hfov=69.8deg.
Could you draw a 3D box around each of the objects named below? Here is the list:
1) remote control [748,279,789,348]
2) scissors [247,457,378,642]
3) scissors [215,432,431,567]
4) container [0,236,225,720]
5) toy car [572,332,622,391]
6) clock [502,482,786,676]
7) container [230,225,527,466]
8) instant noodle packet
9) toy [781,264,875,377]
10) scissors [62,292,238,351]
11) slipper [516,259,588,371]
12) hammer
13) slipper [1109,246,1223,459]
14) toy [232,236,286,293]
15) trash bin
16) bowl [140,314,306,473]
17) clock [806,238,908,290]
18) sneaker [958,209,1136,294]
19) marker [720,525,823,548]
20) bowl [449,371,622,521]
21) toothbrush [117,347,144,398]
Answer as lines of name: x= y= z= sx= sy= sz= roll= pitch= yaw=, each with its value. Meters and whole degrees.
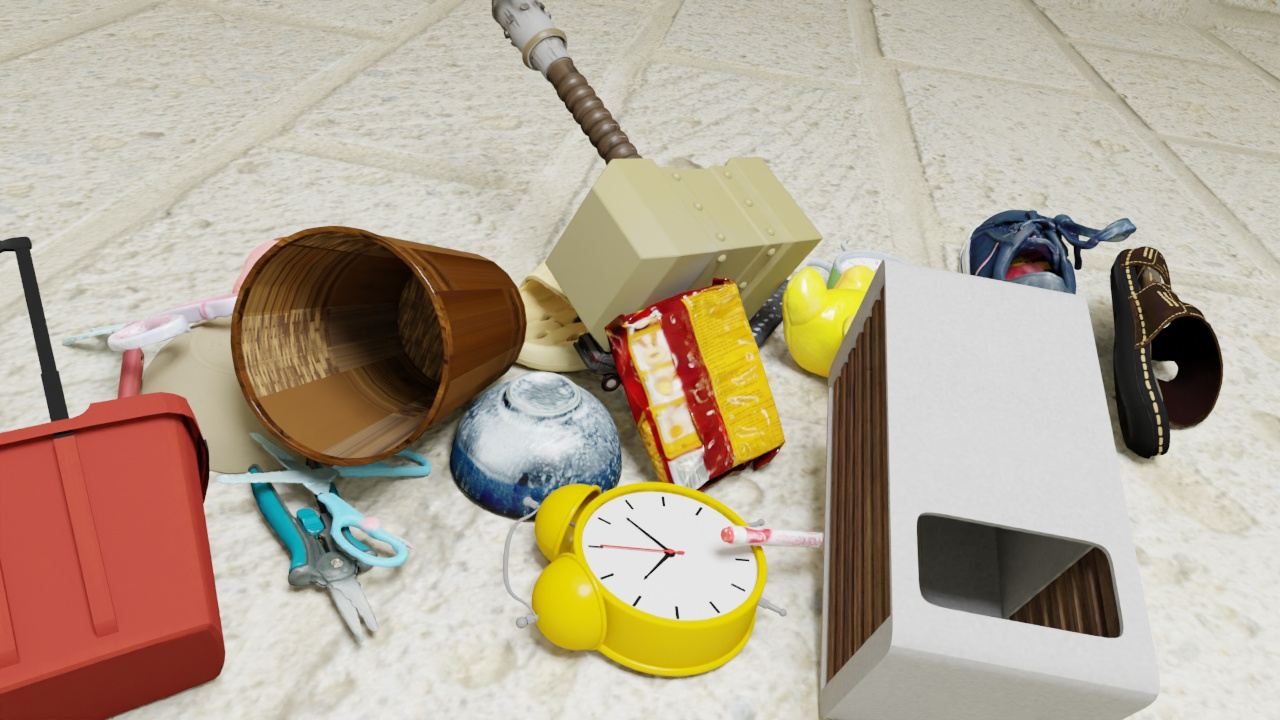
remote control: x=0.099 y=-0.037 z=0.790 sx=0.047 sy=0.022 sz=0.149 roll=22 pitch=34 yaw=20
scissors: x=-0.188 y=0.101 z=0.520 sx=0.142 sy=0.019 sz=0.127 roll=19 pitch=29 yaw=4
scissors: x=-0.173 y=0.073 z=0.548 sx=0.135 sy=0.015 sz=0.133 roll=36 pitch=25 yaw=18
container: x=-0.280 y=0.062 z=0.428 sx=0.147 sy=0.127 sz=0.200 roll=-14 pitch=63 yaw=-29
toy car: x=-0.004 y=0.004 z=0.669 sx=0.092 sy=0.037 sz=0.040 roll=20 pitch=22 yaw=-36
clock: x=0.000 y=0.116 z=0.514 sx=0.152 sy=0.052 sz=0.113 roll=7 pitch=34 yaw=-9
container: x=-0.148 y=-0.017 z=0.580 sx=0.132 sy=0.132 sz=0.167 roll=16 pitch=11 yaw=10
instant noodle packet: x=0.038 y=0.021 z=0.604 sx=0.098 sy=0.135 sz=0.040 roll=-22 pitch=7 yaw=-25
toy: x=0.196 y=0.003 z=0.696 sx=0.194 sy=0.088 sz=0.134 roll=35 pitch=25 yaw=28
scissors: x=-0.344 y=-0.019 z=0.608 sx=0.179 sy=0.016 sz=0.102 roll=-6 pitch=19 yaw=23
slipper: x=-0.010 y=-0.067 z=0.761 sx=0.260 sy=0.079 sz=0.111 roll=-23 pitch=48 yaw=-39
hammer: x=-0.027 y=-0.175 z=0.709 sx=0.189 sy=0.101 sz=0.324 roll=-13 pitch=62 yaw=-43
slipper: x=0.436 y=-0.015 z=0.761 sx=0.076 sy=0.113 sz=0.267 roll=-5 pitch=28 yaw=30
toy: x=-0.270 y=-0.063 z=0.716 sx=0.090 sy=0.051 sz=0.109 roll=8 pitch=29 yaw=0
trash bin: x=0.171 y=0.073 z=0.495 sx=0.114 sy=0.115 sz=0.228 roll=11 pitch=53 yaw=0
bowl: x=-0.256 y=0.007 z=0.618 sx=0.152 sy=0.051 sz=0.152 roll=6 pitch=34 yaw=-4
clock: x=0.218 y=-0.063 z=0.834 sx=0.119 sy=0.043 sz=0.094 roll=30 pitch=40 yaw=30
sneaker: x=0.374 y=-0.107 z=0.863 sx=0.121 sy=0.127 sz=0.293 roll=16 pitch=32 yaw=13
marker: x=0.101 y=0.105 z=0.540 sx=0.142 sy=0.013 sz=0.013 roll=11 pitch=27 yaw=-37
bowl: x=-0.066 y=0.044 z=0.597 sx=0.114 sy=0.061 sz=0.114 roll=5 pitch=34 yaw=-4
toothbrush: x=-0.308 y=0.061 z=0.533 sx=0.016 sy=0.016 sz=0.189 roll=-9 pitch=46 yaw=-12
